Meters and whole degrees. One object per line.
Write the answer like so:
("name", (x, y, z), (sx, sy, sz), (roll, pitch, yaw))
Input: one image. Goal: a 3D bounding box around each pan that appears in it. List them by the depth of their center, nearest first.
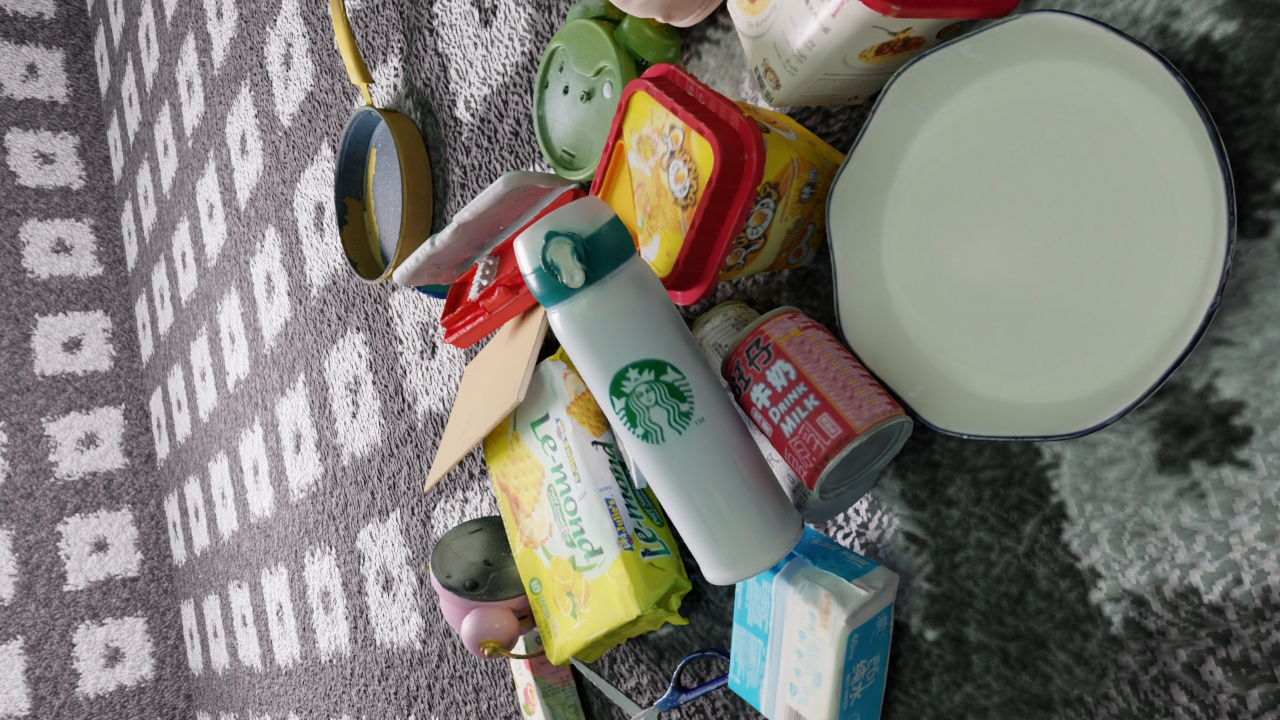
("pan", (-0.306, -0.263, 1.018), (0.198, 0.078, 0.357), (16, 108, 49))

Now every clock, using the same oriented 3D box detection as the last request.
("clock", (-0.024, -0.210, 0.688), (0.116, 0.056, 0.161), (38, 123, 41))
("clock", (-0.121, 0.208, 0.824), (0.158, 0.117, 0.060), (36, 132, 46))

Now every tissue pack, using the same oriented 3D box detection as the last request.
("tissue pack", (0.106, 0.171, 0.566), (0.090, 0.063, 0.140), (26, 124, 45))

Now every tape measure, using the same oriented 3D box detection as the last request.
("tape measure", (-0.202, -0.083, 0.931), (0.058, 0.054, 0.025), (-98, 19, -62))

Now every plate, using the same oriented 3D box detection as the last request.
("plate", (0.185, -0.061, 0.455), (0.205, 0.045, 0.205), (10, 103, 50))

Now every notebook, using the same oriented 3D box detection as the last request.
("notebook", (-0.134, 0.020, 0.828), (0.212, 0.012, 0.149), (-40, 29, 47))

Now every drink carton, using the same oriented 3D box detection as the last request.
("drink carton", (-0.084, 0.307, 0.843), (0.054, 0.045, 0.122), (-45, 60, 51))

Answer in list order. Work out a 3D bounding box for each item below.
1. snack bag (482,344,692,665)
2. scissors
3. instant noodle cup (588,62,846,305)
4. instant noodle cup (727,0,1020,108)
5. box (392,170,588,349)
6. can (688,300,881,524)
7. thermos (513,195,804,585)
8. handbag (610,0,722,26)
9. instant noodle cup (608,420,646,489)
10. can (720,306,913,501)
("snack bag", (-0.050, 0.122, 0.758), (0.158, 0.068, 0.246), (-45, 60, 45))
("scissors", (0.016, 0.280, 0.699), (0.174, 0.012, 0.162), (-38, 82, 23))
("instant noodle cup", (0.052, -0.104, 0.552), (0.116, 0.123, 0.116), (48, 130, 37))
("instant noodle cup", (0.114, -0.201, 0.481), (0.124, 0.116, 0.116), (-43, 62, 60))
("box", (-0.133, -0.095, 0.783), (0.202, 0.098, 0.095), (-29, 45, 42))
("can", (0.086, 0.030, 0.581), (0.146, 0.058, 0.058), (55, 134, 31))
("thermos", (0.009, 0.016, 0.506), (0.073, 0.073, 0.224), (-17, 108, 51))
("handbag", (0.021, -0.354, 0.593), (0.194, 0.093, 0.234), (-46, 48, 34))
("instant noodle cup", (-0.004, 0.004, 0.640), (0.174, 0.060, 0.138), (88, 161, -69))
("can", (0.095, 0.022, 0.508), (0.093, 0.066, 0.067), (52, 132, 30))
